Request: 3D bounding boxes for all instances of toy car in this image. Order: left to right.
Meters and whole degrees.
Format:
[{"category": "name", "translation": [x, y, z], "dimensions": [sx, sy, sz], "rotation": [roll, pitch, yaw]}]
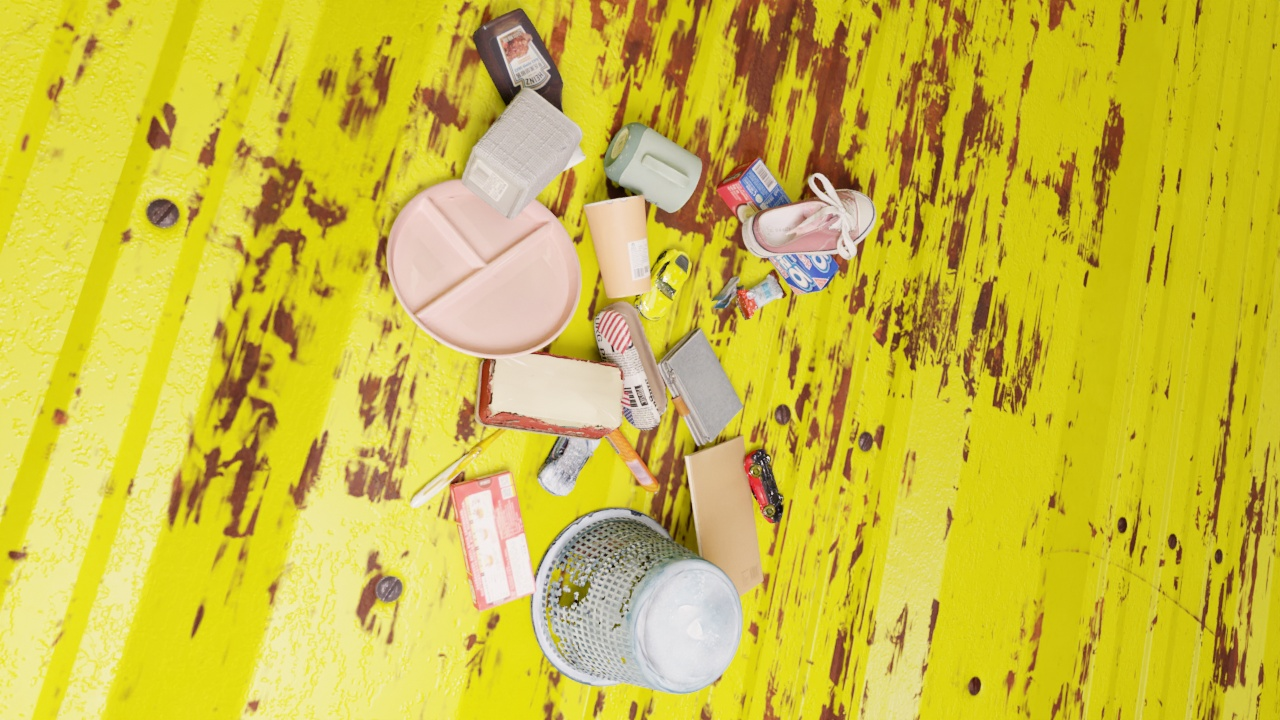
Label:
[{"category": "toy car", "translation": [-0.087, 0.119, 1.146], "dimensions": [0.049, 0.031, 0.105], "rotation": [37, 70, -24]}, {"category": "toy car", "translation": [0.033, -0.101, 1.222], "dimensions": [0.048, 0.032, 0.105], "rotation": [38, 72, -24]}, {"category": "toy car", "translation": [0.173, 0.178, 1.288], "dimensions": [0.049, 0.031, 0.106], "rotation": [-33, 104, -57]}]

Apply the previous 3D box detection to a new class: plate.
[{"category": "plate", "translation": [-0.180, -0.106, 1.068], "dimensions": [0.229, 0.028, 0.229], "rotation": [9, 66, -22]}]

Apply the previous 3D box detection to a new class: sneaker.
[{"category": "sneaker", "translation": [0.250, -0.190, 1.250], "dimensions": [0.240, 0.088, 0.118], "rotation": [-14, 91, -35]}]

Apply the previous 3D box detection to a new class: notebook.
[{"category": "notebook", "translation": [0.117, 0.218, 1.237], "dimensions": [0.149, 0.012, 0.211], "rotation": [-12, 94, -55]}]

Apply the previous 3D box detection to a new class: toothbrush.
[{"category": "toothbrush", "translation": [-0.196, 0.112, 1.090], "dimensions": [0.191, 0.018, 0.016], "rotation": [-40, 106, -27]}]

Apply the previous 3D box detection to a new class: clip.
[{"category": "clip", "translation": [0.123, -0.095, 1.277], "dimensions": [0.057, 0.025, 0.036], "rotation": [-44, 115, -29]}]

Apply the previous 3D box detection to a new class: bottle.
[{"category": "bottle", "translation": [-0.129, -0.328, 1.132], "dimensions": [0.079, 0.044, 0.195], "rotation": [-36, 106, -25]}]

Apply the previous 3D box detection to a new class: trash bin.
[{"category": "trash bin", "translation": [0.008, 0.299, 1.100], "dimensions": [0.226, 0.195, 0.226], "rotation": [1, 87, -29]}]

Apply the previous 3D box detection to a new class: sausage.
[{"category": "sausage", "translation": [-0.024, 0.112, 1.187], "dimensions": [0.021, 0.021, 0.165], "rotation": [-43, 108, -24]}]

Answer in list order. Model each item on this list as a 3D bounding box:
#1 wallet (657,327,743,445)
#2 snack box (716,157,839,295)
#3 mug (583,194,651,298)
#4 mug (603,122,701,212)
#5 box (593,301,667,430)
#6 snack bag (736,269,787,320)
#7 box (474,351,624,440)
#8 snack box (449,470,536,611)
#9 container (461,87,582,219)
[{"category": "wallet", "translation": [0.077, 0.037, 1.236], "dimensions": [0.106, 0.037, 0.130], "rotation": [-42, 110, -41]}, {"category": "snack box", "translation": [0.198, -0.186, 1.303], "dimensions": [0.207, 0.058, 0.057], "rotation": [49, 64, -19]}, {"category": "mug", "translation": [-0.023, -0.144, 1.169], "dimensions": [0.078, 0.078, 0.123], "rotation": [-15, 100, -29]}, {"category": "mug", "translation": [0.018, -0.247, 1.173], "dimensions": [0.106, 0.111, 0.082], "rotation": [26, 99, -24]}, {"category": "box", "translation": [-0.007, 0.007, 1.165], "dimensions": [0.075, 0.087, 0.162], "rotation": [-21, 102, -15]}, {"category": "snack bag", "translation": [0.173, -0.095, 1.299], "dimensions": [0.105, 0.026, 0.045], "rotation": [-31, 95, -41]}, {"category": "box", "translation": [-0.104, 0.041, 1.094], "dimensions": [0.168, 0.079, 0.091], "rotation": [9, 70, -23]}, {"category": "snack box", "translation": [-0.176, 0.214, 1.095], "dimensions": [0.075, 0.025, 0.153], "rotation": [-13, 95, -28]}, {"category": "container", "translation": [-0.142, -0.237, 1.073], "dimensions": [0.090, 0.090, 0.114], "rotation": [37, 59, -4]}]
